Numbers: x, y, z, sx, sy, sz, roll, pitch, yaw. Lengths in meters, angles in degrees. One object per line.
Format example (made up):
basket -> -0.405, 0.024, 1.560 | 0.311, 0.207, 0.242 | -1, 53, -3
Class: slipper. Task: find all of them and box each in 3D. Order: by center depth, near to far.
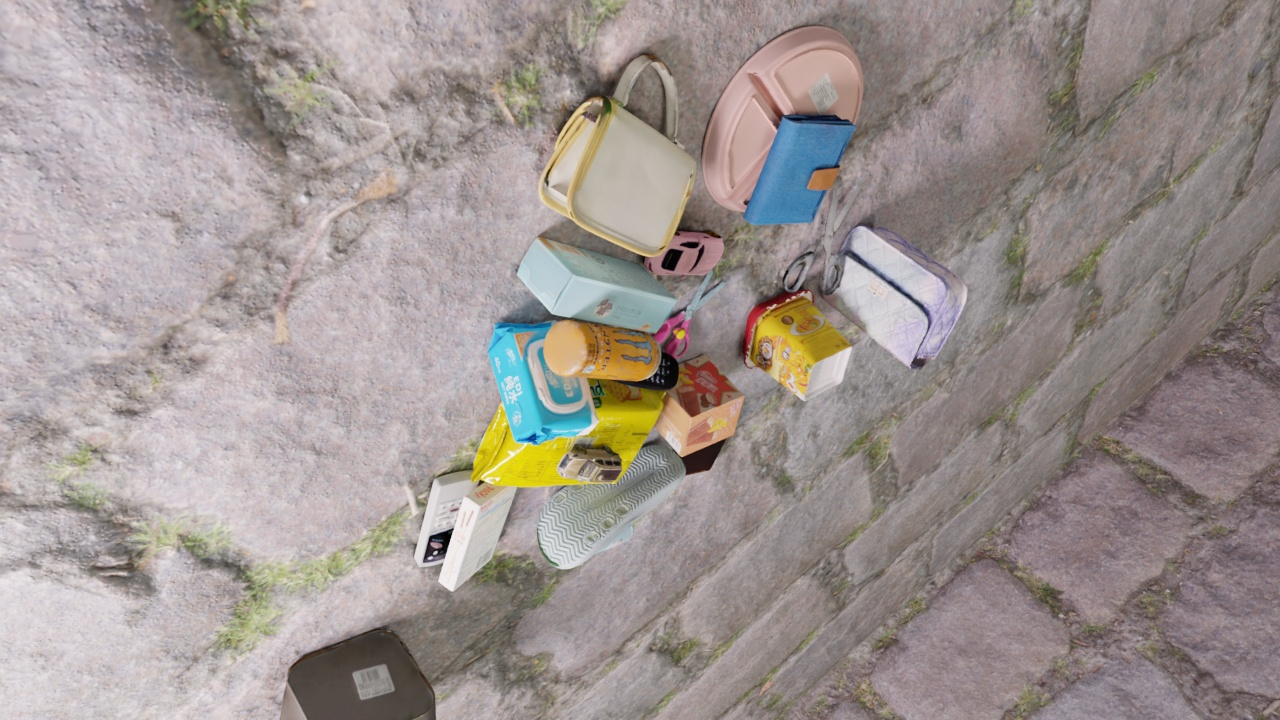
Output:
slipper -> -0.040, 0.204, 1.285 | 0.244, 0.104, 0.074 | -31, 146, -27

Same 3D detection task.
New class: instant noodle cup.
instant noodle cup -> 0.220, -0.018, 1.279 | 0.115, 0.123, 0.116 | -23, 141, -25

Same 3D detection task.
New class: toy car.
toy car -> 0.055, -0.125, 1.079 | 0.122, 0.037, 0.056 | -5, 132, -43
toy car -> -0.061, 0.128, 1.115 | 0.090, 0.035, 0.042 | 12, 117, -46

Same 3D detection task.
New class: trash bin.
trash bin -> -0.367, 0.495, 1.200 | 0.198, 0.199, 0.220 | -13, 129, -38

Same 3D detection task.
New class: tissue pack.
tissue pack -> -0.105, 0.023, 1.001 | 0.089, 0.140, 0.063 | -5, 162, -42

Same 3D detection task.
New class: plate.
plate -> 0.169, -0.265, 1.049 | 0.229, 0.028, 0.230 | -26, 142, -23

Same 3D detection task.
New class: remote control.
remote control -> -0.242, 0.199, 1.143 | 0.058, 0.021, 0.150 | -10, 133, -38
remote control -> -0.007, 0.007, 1.149 | 0.136, 0.024, 0.053 | 14, 80, -39

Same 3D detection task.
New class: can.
can -> -0.039, -0.009, 0.994 | 0.145, 0.058, 0.058 | 5, 123, -56

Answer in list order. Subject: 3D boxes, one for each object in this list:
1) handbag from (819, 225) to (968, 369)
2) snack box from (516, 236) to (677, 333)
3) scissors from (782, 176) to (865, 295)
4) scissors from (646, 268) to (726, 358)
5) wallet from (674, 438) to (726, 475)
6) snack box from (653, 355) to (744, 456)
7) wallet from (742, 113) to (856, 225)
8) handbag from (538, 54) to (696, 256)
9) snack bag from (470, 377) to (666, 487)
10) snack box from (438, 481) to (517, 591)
handbag -> 0.342, -0.093, 1.264 | 0.075, 0.194, 0.134 | -5, 127, -36
snack box -> -0.044, -0.079, 0.994 | 0.174, 0.074, 0.052 | 8, 121, -49
scissors -> 0.250, -0.158, 1.237 | 0.173, 0.014, 0.159 | -37, 132, -1
scissors -> 0.055, -0.061, 1.168 | 0.105, 0.017, 0.136 | 8, 117, -42
wallet -> 0.091, 0.130, 1.404 | 0.096, 0.020, 0.123 | -7, 133, -34
snack box -> 0.071, 0.060, 1.242 | 0.094, 0.093, 0.077 | -20, 139, -29
wallet -> 0.183, -0.217, 1.058 | 0.106, 0.040, 0.133 | -8, 134, -34
handbag -> -0.009, -0.208, 0.918 | 0.163, 0.063, 0.179 | 18, 99, -52
snack bag -> -0.082, 0.090, 1.145 | 0.246, 0.068, 0.158 | 4, 124, -46
snack box -> -0.206, 0.215, 1.167 | 0.084, 0.027, 0.157 | -35, 152, -54
